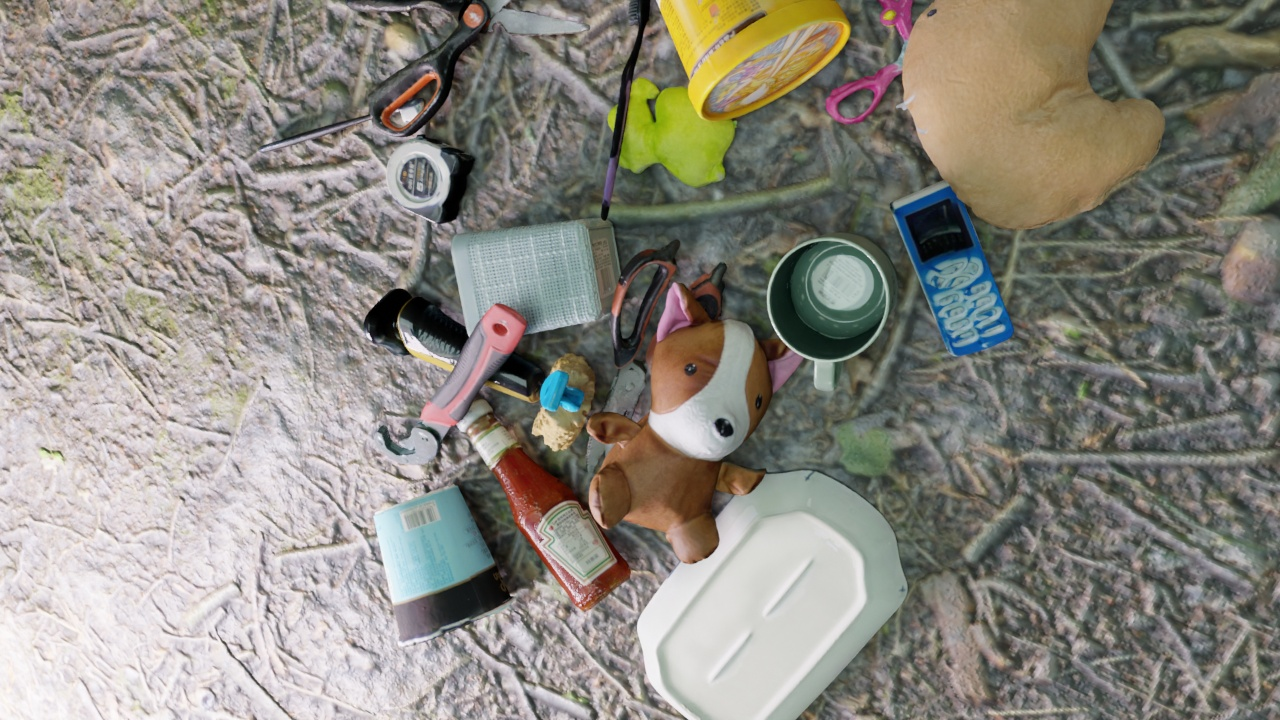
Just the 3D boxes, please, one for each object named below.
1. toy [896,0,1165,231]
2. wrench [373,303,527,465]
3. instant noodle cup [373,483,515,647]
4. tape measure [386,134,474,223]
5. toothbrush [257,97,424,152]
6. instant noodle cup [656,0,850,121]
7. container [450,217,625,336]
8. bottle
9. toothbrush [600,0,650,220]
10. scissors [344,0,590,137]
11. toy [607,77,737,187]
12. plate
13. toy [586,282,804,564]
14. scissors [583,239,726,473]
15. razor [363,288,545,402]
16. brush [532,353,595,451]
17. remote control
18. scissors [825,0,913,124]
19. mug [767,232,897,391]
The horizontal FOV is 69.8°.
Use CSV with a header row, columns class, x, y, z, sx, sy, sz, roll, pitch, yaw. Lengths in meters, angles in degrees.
class,x,y,z,sx,sy,sz,roll,pitch,yaw
toy,0.242,-0.198,0.611,0.143,0.082,0.226,-24,92,12
wrench,-0.161,0.029,0.773,0.056,0.016,0.274,37,137,-11
instant noodle cup,-0.184,0.180,0.829,0.111,0.111,0.120,-23,84,22
tape measure,-0.183,-0.158,0.792,0.066,0.033,0.066,27,106,10
toothbrush,-0.270,-0.206,0.822,0.181,0.015,0.018,-8,107,20
instant noodle cup,0.068,-0.249,0.645,0.119,0.118,0.114,-30,83,22
container,-0.078,-0.069,0.745,0.112,0.090,0.090,-8,98,18
bottle,-0.090,0.122,0.804,0.060,0.059,0.206,-43,79,21
toothbrush,-0.015,-0.200,0.708,0.017,0.014,0.189,7,86,32
scissors,-0.158,-0.281,0.758,0.227,0.021,0.221,39,104,12
toy,0.025,-0.179,0.715,0.100,0.031,0.096,-14,94,22
plate,0.101,0.214,0.766,0.162,0.034,0.266,39,111,8
toy,0.038,0.051,0.713,0.140,0.130,0.200,25,99,-16
scissors,0.008,0.006,0.752,0.198,0.015,0.205,-27,130,-3
razor,-0.161,-0.008,0.809,0.167,0.062,0.068,25,138,8
brush,-0.059,0.027,0.683,0.046,0.255,0.083,21,85,0
remote control,0.228,-0.067,0.670,0.049,0.024,0.125,-21,94,22
scissors,0.189,-0.221,0.659,0.135,0.017,0.133,-31,93,18
mug,0.141,-0.036,0.662,0.082,0.106,0.112,5,102,17
